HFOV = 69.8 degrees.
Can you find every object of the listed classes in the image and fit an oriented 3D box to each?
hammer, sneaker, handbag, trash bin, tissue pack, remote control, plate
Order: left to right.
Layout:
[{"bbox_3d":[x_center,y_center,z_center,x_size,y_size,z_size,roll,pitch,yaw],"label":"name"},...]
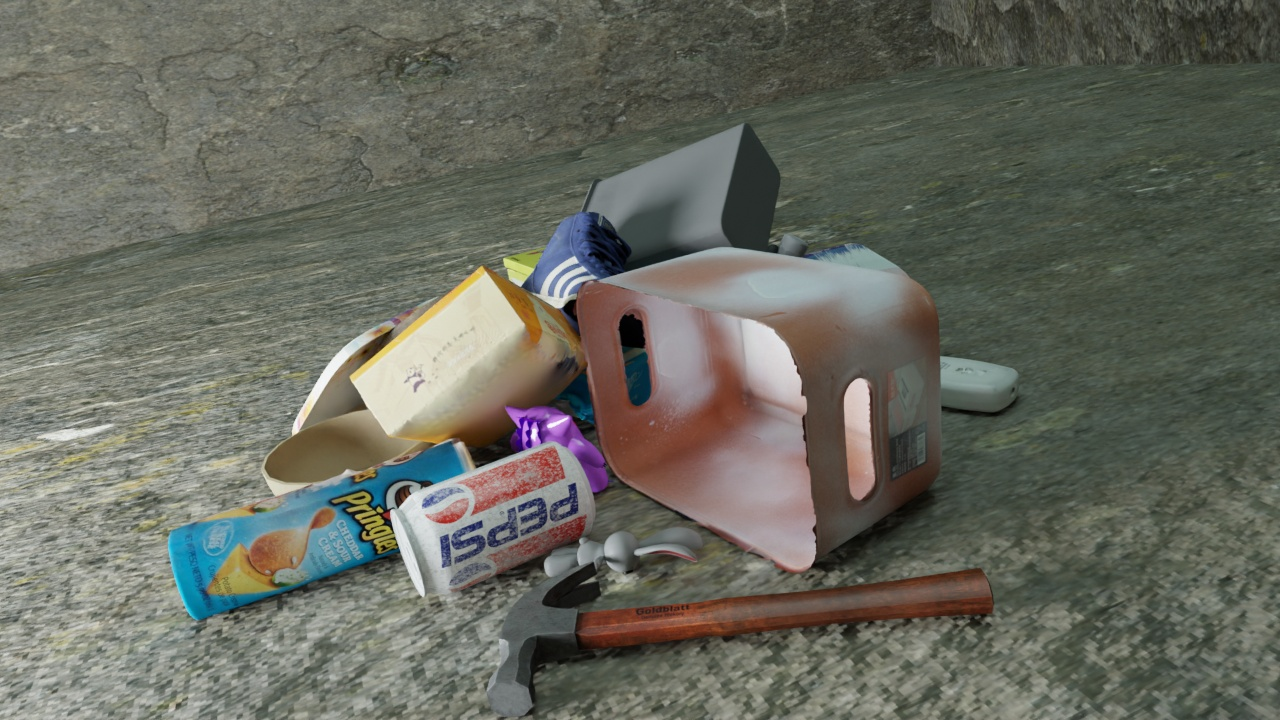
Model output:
[{"bbox_3d":[-0.280,0.006,0.964,0.188,0.016,0.186,-47,-5,38],"label":"plate"},{"bbox_3d":[-0.030,-0.088,0.916,0.233,0.091,0.118,6,64,55],"label":"sneaker"},{"bbox_3d":[-0.006,0.005,0.946,0.208,0.066,0.117,-26,25,-32],"label":"tissue pack"},{"bbox_3d":[0.034,-0.153,1.059,0.220,0.097,0.191,-15,43,34],"label":"trash bin"},{"bbox_3d":[0.062,0.158,0.570,0.301,0.028,0.111,-8,22,6],"label":"hammer"},{"bbox_3d":[0.088,0.018,0.710,0.157,0.182,0.260,-21,23,-32],"label":"trash bin"},{"bbox_3d":[0.157,-0.105,1.128,0.029,0.127,0.323,27,14,1],"label":"hammer"},{"bbox_3d":[0.249,-0.070,1.037,0.144,0.068,0.170,-15,28,-11],"label":"handbag"},{"bbox_3d":[0.278,0.019,0.826,0.114,0.028,0.060,10,29,41],"label":"remote control"}]

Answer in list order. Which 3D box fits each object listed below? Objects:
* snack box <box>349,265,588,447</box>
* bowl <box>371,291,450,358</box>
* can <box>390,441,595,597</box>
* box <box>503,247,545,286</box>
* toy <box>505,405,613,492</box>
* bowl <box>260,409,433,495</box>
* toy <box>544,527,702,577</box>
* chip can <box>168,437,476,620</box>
[{"bbox_3d":[-0.132,0.011,0.803,0.145,0.080,0.195,-39,-14,6],"label":"snack box"},{"bbox_3d":[-0.191,0.001,0.943,0.161,0.163,0.070,-27,71,-38],"label":"bowl"},{"bbox_3d":[-0.108,0.117,0.682,0.136,0.078,0.078,-20,23,-23],"label":"can"},{"bbox_3d":[-0.065,-0.129,1.295,0.220,0.082,0.124,-21,23,-23],"label":"box"},{"bbox_3d":[-0.075,0.075,0.764,0.106,0.088,0.055,6,33,36],"label":"toy"},{"bbox_3d":[-0.261,0.097,0.840,0.152,0.050,0.152,-9,21,3],"label":"bowl"},{"bbox_3d":[-0.013,0.137,0.655,0.112,0.030,0.049,-11,6,12],"label":"toy"},{"bbox_3d":[-0.239,0.128,0.721,0.229,0.080,0.080,-17,22,-18],"label":"chip can"}]
